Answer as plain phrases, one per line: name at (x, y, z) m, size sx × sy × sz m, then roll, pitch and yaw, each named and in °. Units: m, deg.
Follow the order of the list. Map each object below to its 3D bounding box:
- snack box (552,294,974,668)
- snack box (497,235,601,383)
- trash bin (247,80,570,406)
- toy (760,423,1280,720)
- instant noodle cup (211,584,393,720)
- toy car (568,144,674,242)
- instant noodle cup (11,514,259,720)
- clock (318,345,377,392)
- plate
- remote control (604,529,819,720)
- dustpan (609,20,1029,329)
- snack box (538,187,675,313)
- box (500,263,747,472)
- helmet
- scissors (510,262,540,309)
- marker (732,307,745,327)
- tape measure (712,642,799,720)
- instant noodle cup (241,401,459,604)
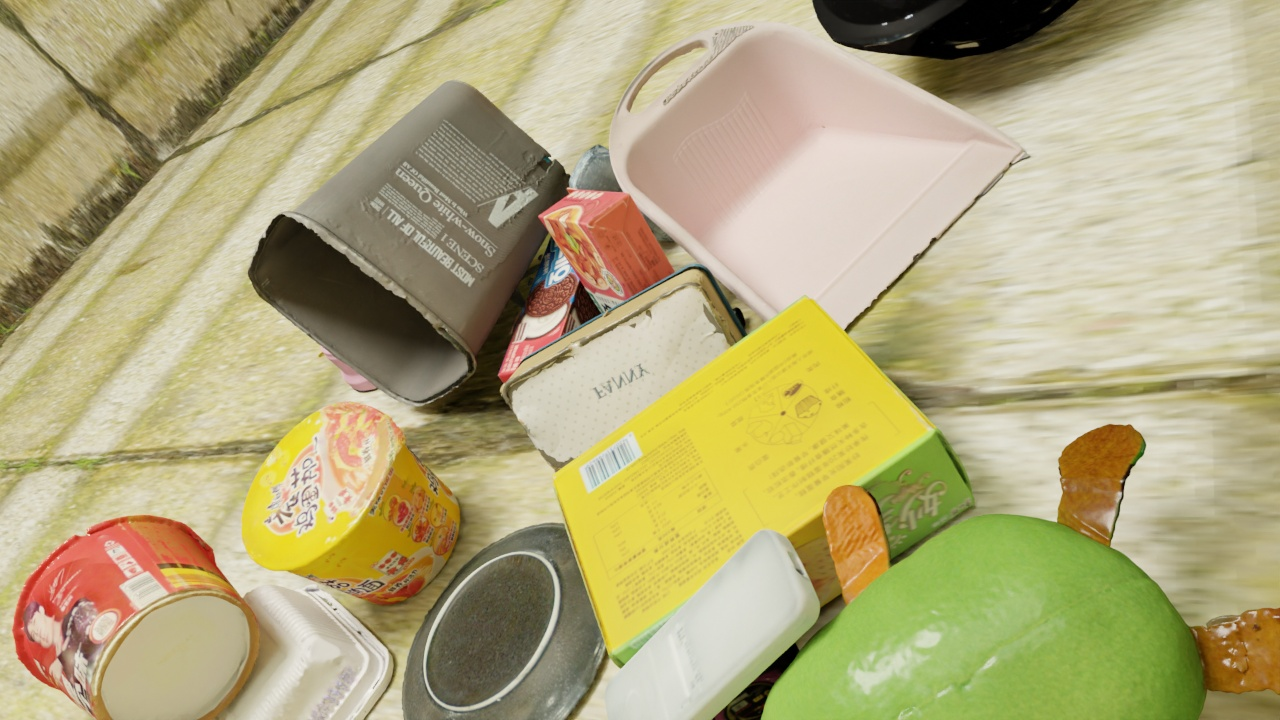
snack box at (0.062, 0.077, 0.547) m, size 0.210 × 0.070 × 0.157 m, roll -36°, pitch 36°, yaw 5°
snack box at (-0.062, -0.051, 0.806) m, size 0.058 × 0.057 × 0.207 m, roll -12°, pitch 43°, yaw 28°
trash bin at (-0.192, -0.110, 0.823) m, size 0.199 × 0.199 × 0.219 m, roll -24°, pitch 29°, yaw 56°
toy at (0.146, 0.139, 0.391) m, size 0.247 × 0.090 × 0.226 m, roll -37°, pitch 48°, yaw 10°
instant noodle cup at (-0.277, 0.238, 0.686) m, size 0.174 × 0.060 × 0.137 m, roll 16°, pitch 62°, yaw 47°
toy car at (-0.006, -0.143, 0.802) m, size 0.054 × 0.120 × 0.037 m, roll -59°, pitch 38°, yaw 13°
instant noodle cup at (-0.343, 0.190, 0.637) m, size 0.109 × 0.138 × 0.137 m, roll 17°, pitch 63°, yaw 40°
clock at (-0.270, -0.028, 0.964) m, size 0.159 × 0.060 × 0.117 m, roll 7°, pitch 57°, yaw 43°
plate at (-0.095, 0.182, 0.614) m, size 0.180 × 0.024 × 0.179 m, roll -24°, pitch 39°, yaw 20°
remote control at (0.031, 0.143, 0.445) m, size 0.136 × 0.020 × 0.055 m, roll -50°, pitch 32°, yaw 19°
dustpan at (0.102, -0.160, 0.706) m, size 0.222 × 0.139 × 0.273 m, roll -45°, pitch 35°, yaw -9°
snack box at (-0.023, -0.078, 0.732) m, size 0.044 × 0.113 × 0.127 m, roll -39°, pitch 25°, yaw -13°
box at (-0.004, 0.004, 0.659) m, size 0.184 × 0.090 × 0.059 m, roll -27°, pitch 13°, yaw 13°
helmet at (0.254, -0.350, 0.705) m, size 0.274 × 0.231 × 0.233 m, roll -5°, pitch 39°, yaw -24°
scissors at (-0.140, -0.072, 0.919) m, size 0.162 × 0.012 × 0.175 m, roll -39°, pitch 30°, yaw 12°
marker at (0.020, -0.014, 0.724) m, size 0.132 × 0.020 × 0.022 m, roll -18°, pitch 10°, yaw 27°
tape measure at (0.055, 0.160, 0.474) m, size 0.057 × 0.058 × 0.039 m, roll -53°, pitch 29°, yaw 19°
instant noodle cup at (-0.213, 0.117, 0.703) m, size 0.138 × 0.110 × 0.137 m, roll -18°, pitch 48°, yaw 21°
